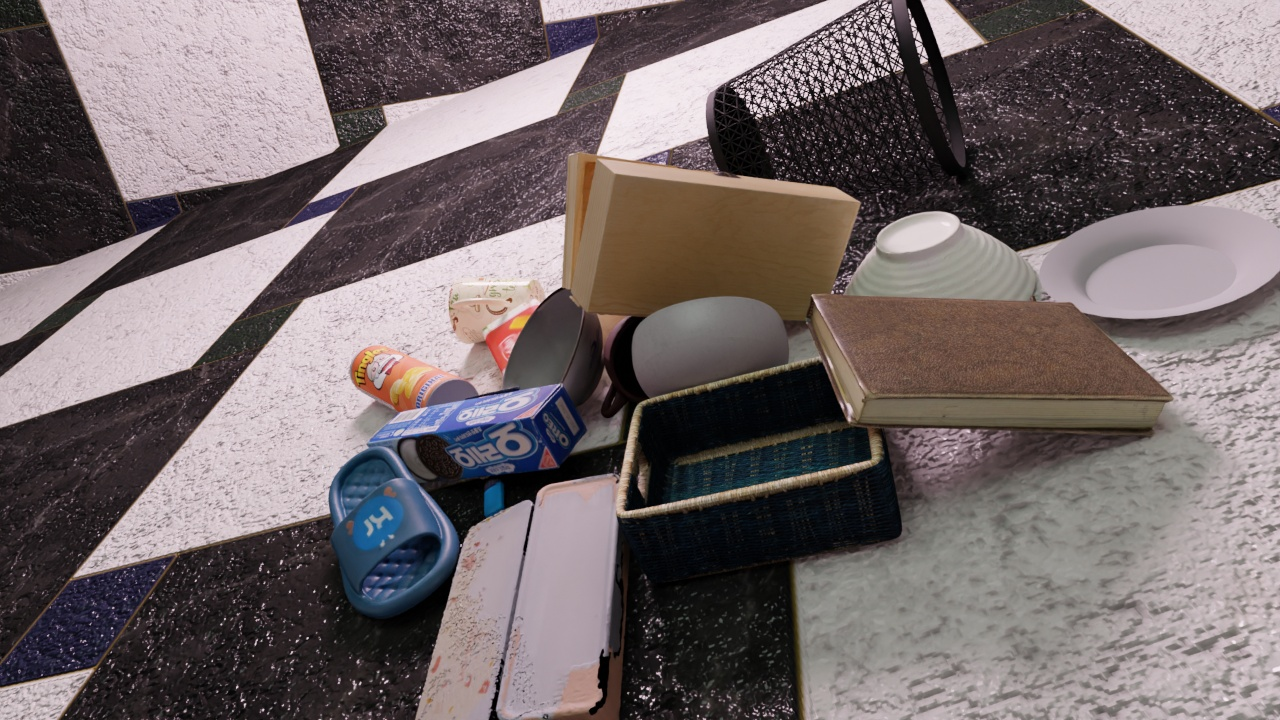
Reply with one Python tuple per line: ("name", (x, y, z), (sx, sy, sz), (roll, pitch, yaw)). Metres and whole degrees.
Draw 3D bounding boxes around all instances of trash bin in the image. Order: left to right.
("trash bin", (0.220, -0.280, 1.058), (0.244, 0.217, 0.216), (-16, 29, 28))

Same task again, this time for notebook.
("notebook", (0.237, -0.012, 0.668), (0.215, 0.035, 0.189), (2, 30, -5))

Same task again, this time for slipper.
("slipper", (-0.228, 0.141, 0.794), (0.103, 0.059, 0.214), (-41, 40, -7))

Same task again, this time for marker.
("marker", (-0.134, 0.110, 0.843), (0.018, 0.015, 0.123), (-28, 25, 4))

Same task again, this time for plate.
("plate", (0.417, -0.074, 0.740), (0.173, 0.019, 0.172), (-18, 29, 10))

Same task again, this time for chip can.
("chip can", (-0.255, 0.030, 1.020), (0.062, 0.062, 0.211), (-38, 31, -25))

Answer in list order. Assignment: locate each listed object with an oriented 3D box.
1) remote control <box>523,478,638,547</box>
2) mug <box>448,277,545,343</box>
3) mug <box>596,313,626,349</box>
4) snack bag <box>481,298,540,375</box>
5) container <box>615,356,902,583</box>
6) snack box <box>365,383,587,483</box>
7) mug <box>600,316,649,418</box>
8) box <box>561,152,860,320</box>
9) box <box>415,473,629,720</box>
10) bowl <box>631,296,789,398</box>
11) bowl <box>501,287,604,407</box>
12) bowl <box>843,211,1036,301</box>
("remote control", (-0.046, 0.126, 0.754), (0.125, 0.010, 0.039), (-20, 28, 9))
("mug", (-0.175, -0.066, 1.088), (0.097, 0.081, 0.122), (-5, -6, 18))
("mug", (-0.025, -0.051, 0.982), (0.104, 0.085, 0.111), (-43, 62, -15))
("snack bag", (-0.126, -0.018, 1.016), (0.077, 0.036, 0.116), (-32, 36, -4))
("container", (0.086, 0.077, 0.673), (0.188, 0.071, 0.145), (-15, 29, 16))
("snack box", (-0.158, 0.072, 0.856), (0.227, 0.059, 0.059), (-11, 26, 35))
("mug", (-0.005, 0.005, 0.875), (0.114, 0.087, 0.088), (-56, 16, -3))
("box", (0.055, -0.112, 0.849), (0.248, 0.141, 0.122), (1, 30, -25))
("box", (-0.082, 0.181, 0.658), (0.154, 0.058, 0.216), (-16, 34, 14))
("bowl", (0.060, 0.007, 0.770), (0.132, 0.132, 0.064), (-14, 62, 18))
("bowl", (-0.076, 0.005, 0.906), (0.151, 0.056, 0.150), (-39, 39, 40))
("bowl", (0.256, -0.086, 0.827), (0.177, 0.071, 0.177), (-19, 28, 10))
